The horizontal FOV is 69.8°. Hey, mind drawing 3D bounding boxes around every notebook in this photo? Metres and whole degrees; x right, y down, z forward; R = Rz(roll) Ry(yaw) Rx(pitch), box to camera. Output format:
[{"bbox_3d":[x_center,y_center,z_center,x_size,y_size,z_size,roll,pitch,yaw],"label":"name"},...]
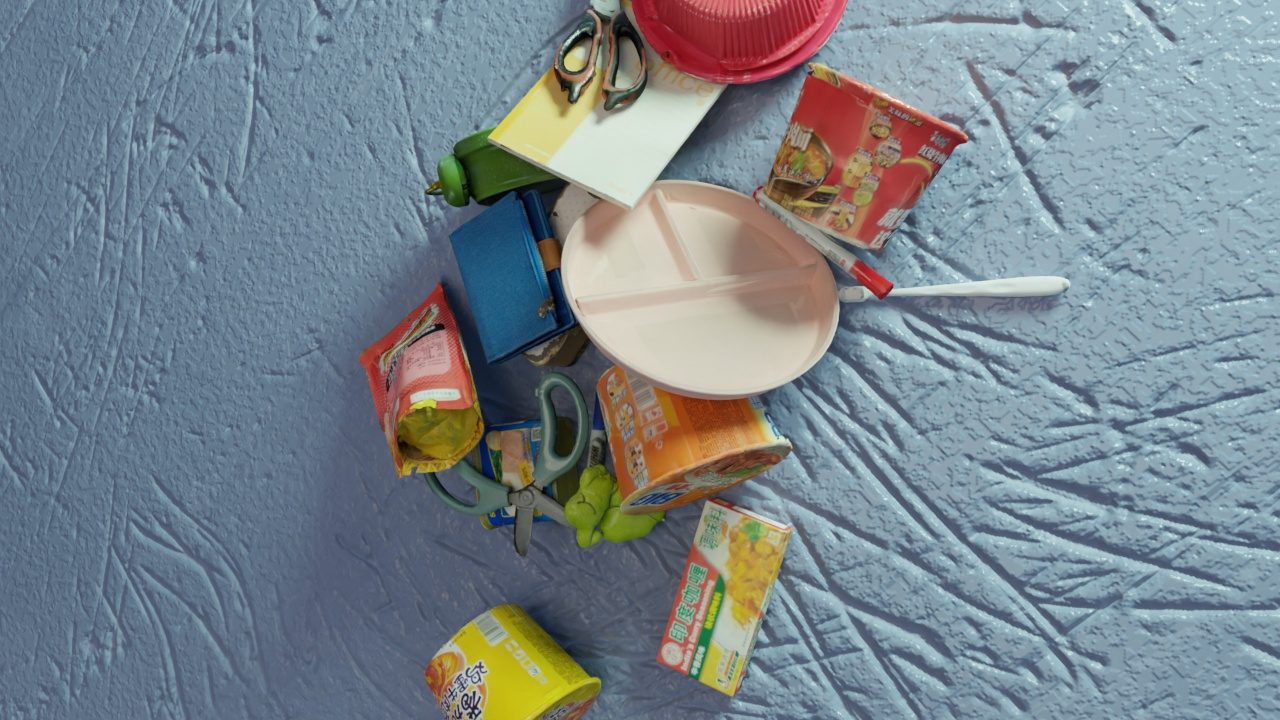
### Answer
[{"bbox_3d":[-0.015,-0.230,0.797,0.146,0.010,0.205,28,65,15],"label":"notebook"}]

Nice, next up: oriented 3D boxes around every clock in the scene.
[{"bbox_3d":[-0.125,-0.180,0.855,0.161,0.116,0.056,-13,94,19],"label":"clock"}]

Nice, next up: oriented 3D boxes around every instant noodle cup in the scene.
[{"bbox_3d":[-0.123,0.300,0.841,0.110,0.138,0.138,45,105,25],"label":"instant noodle cup"},{"bbox_3d":[0.082,-0.337,0.773,0.194,0.066,0.193,-1,82,8],"label":"instant noodle cup"},{"bbox_3d":[0.171,-0.156,0.726,0.138,0.137,0.109,32,109,20],"label":"instant noodle cup"},{"bbox_3d":[0.037,0.051,0.771,0.152,0.151,0.111,-28,71,20],"label":"instant noodle cup"}]

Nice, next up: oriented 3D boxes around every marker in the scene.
[{"bbox_3d":[0.152,-0.101,0.774,0.145,0.017,0.017,43,104,20],"label":"marker"},{"bbox_3d":[-0.044,0.103,0.868,0.017,0.016,0.146,9,93,22],"label":"marker"}]

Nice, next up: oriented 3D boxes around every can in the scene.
[{"bbox_3d":[-0.108,0.106,0.873,0.083,0.057,0.102,-8,86,20],"label":"can"}]

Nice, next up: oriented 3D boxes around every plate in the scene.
[{"bbox_3d":[0.048,-0.060,0.750,0.229,0.228,0.028,40,145,18],"label":"plate"}]

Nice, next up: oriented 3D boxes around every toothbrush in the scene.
[{"bbox_3d":[0.251,-0.058,0.748,0.180,0.016,0.016,-1,91,22],"label":"toothbrush"}]

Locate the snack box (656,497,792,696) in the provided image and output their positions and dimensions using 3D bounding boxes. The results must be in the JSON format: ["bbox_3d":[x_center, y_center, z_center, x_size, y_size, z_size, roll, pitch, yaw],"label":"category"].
[{"bbox_3d":[0.074,0.208,0.812,0.077,0.027,0.156,19,96,23],"label":"snack box"}]

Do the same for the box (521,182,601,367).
[{"bbox_3d":[-0.062,-0.085,0.855,0.090,0.063,0.184,41,102,17],"label":"box"}]

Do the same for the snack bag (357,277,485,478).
[{"bbox_3d":[-0.212,0.012,0.874,0.129,0.073,0.207,-47,39,12],"label":"snack bag"}]

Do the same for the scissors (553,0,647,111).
[{"bbox_3d":[-0.046,-0.312,0.826,0.182,0.015,0.209,-36,66,-17],"label":"scissors"}]

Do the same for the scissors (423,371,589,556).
[{"bbox_3d":[-0.122,0.084,0.840,0.170,0.019,0.174,15,94,17],"label":"scissors"}]

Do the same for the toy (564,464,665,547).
[{"bbox_3d":[-0.020,0.129,0.821,0.031,0.100,0.096,9,68,56],"label":"toy"}]

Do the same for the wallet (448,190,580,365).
[{"bbox_3d":[-0.114,-0.075,0.823,0.107,0.040,0.133,-25,78,30],"label":"wallet"}]
